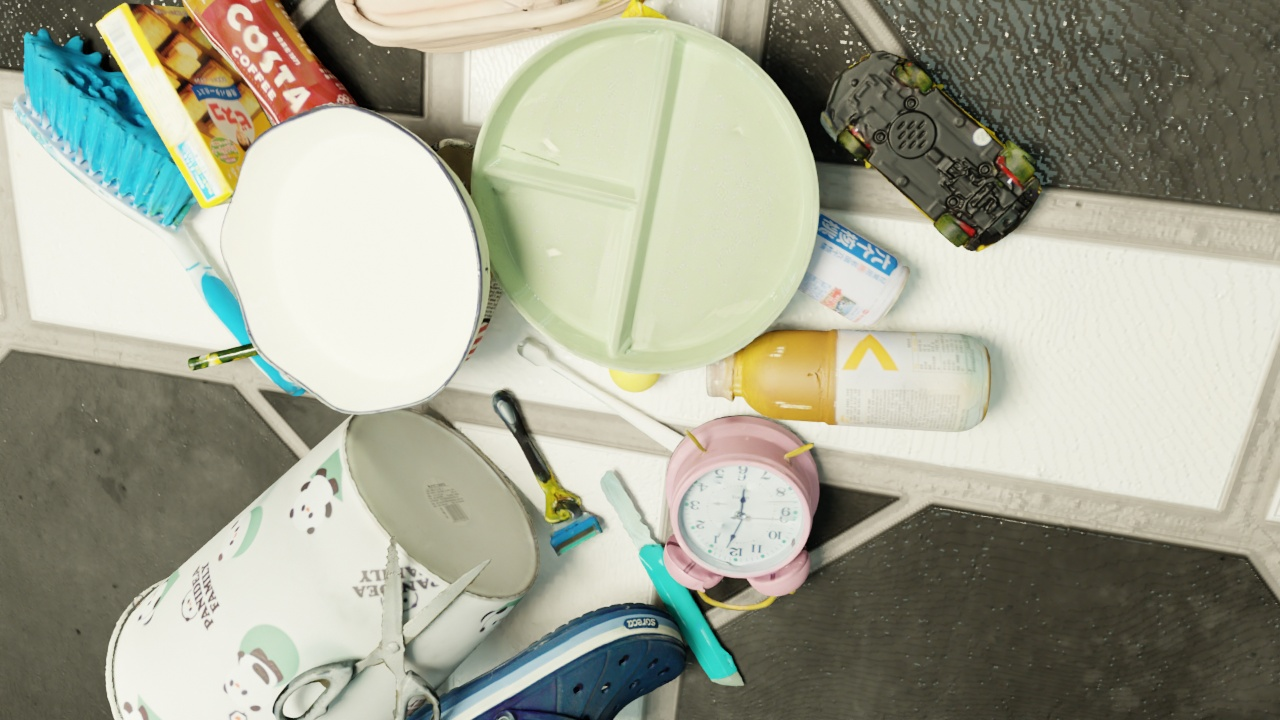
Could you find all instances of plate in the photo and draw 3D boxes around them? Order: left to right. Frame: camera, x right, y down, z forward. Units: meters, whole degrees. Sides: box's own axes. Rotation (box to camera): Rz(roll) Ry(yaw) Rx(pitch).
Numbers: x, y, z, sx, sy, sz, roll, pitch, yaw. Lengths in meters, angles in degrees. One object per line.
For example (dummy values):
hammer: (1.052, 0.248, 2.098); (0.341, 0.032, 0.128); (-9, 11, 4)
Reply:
plate: (-0.189, -0.067, 0.626); (0.205, 0.045, 0.205); (5, 104, 19)
plate: (0.001, -0.101, 0.598); (0.230, 0.027, 0.230); (5, 114, 12)

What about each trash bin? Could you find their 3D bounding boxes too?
trash bin: (-0.228, 0.181, 0.704); (0.229, 0.229, 0.252); (45, 105, -5)

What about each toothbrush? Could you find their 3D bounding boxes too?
toothbrush: (-0.266, -0.015, 0.726); (0.186, 0.012, 0.017); (-13, 117, 1)
toothbrush: (-0.017, 0.034, 0.713); (0.180, 0.016, 0.016); (33, 116, -3)

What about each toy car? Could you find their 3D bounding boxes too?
toy car: (0.189, -0.137, 0.595); (0.156, 0.041, 0.071); (39, 111, -4)

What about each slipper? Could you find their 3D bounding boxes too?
slipper: (-0.068, 0.269, 0.693); (0.095, 0.252, 0.105); (58, 155, 30)

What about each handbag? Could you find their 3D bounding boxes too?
handbag: (-0.078, -0.299, 0.586); (0.234, 0.093, 0.193); (1, 108, 3)

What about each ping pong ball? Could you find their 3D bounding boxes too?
ping pong ball: (-0.004, 0.004, 0.684); (0.040, 0.040, 0.040); (4, 109, 11)

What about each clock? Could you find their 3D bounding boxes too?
clock: (0.075, 0.122, 0.693); (0.117, 0.059, 0.159); (4, 115, 6)

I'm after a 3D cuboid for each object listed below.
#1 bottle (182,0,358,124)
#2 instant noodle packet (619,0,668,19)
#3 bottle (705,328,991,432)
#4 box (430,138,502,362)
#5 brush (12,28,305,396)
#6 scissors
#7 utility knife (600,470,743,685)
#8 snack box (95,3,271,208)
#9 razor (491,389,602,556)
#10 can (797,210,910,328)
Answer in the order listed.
bottle: (-0.249, -0.197, 0.660); (0.058, 0.057, 0.175); (-33, 99, 20)
instant noodle packet: (0.010, -0.167, 0.612); (0.128, 0.044, 0.111); (41, 114, -12)
bottle: (0.141, 0.012, 0.641); (0.190, 0.067, 0.068); (3, 109, 11)
box: (-0.133, -0.074, 0.668); (0.087, 0.076, 0.163); (28, 109, 15)
brush: (-0.362, -0.109, 0.721); (0.314, 0.060, 0.110); (43, 117, -7)
scissors: (-0.161, 0.192, 0.600); (0.181, 0.014, 0.159); (-29, 122, -2)
utility knife: (0.025, 0.182, 0.753); (0.029, 0.013, 0.222); (-24, 104, 20)
snack box: (-0.315, -0.184, 0.663); (0.034, 0.086, 0.140); (-20, 103, 18)
razor: (-0.083, 0.086, 0.739); (0.042, 0.022, 0.143); (-29, 98, -8)
can: (0.113, -0.076, 0.625); (0.134, 0.053, 0.053); (31, 112, 1)
